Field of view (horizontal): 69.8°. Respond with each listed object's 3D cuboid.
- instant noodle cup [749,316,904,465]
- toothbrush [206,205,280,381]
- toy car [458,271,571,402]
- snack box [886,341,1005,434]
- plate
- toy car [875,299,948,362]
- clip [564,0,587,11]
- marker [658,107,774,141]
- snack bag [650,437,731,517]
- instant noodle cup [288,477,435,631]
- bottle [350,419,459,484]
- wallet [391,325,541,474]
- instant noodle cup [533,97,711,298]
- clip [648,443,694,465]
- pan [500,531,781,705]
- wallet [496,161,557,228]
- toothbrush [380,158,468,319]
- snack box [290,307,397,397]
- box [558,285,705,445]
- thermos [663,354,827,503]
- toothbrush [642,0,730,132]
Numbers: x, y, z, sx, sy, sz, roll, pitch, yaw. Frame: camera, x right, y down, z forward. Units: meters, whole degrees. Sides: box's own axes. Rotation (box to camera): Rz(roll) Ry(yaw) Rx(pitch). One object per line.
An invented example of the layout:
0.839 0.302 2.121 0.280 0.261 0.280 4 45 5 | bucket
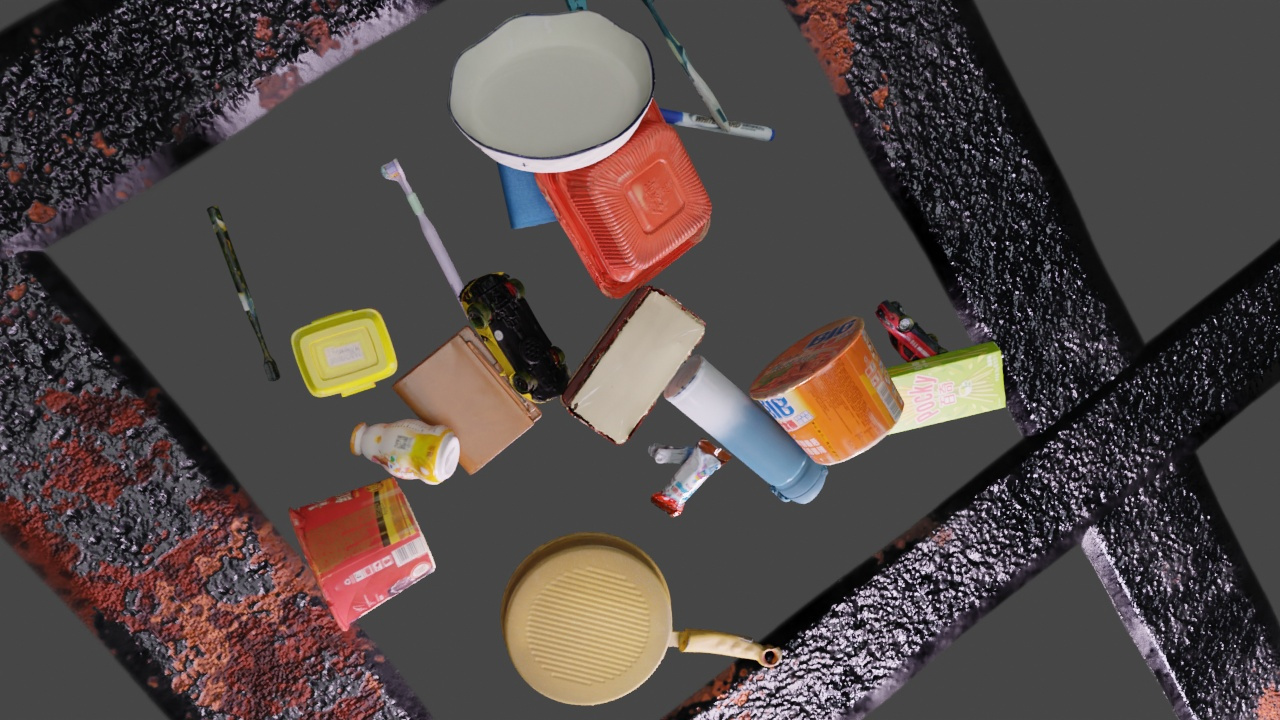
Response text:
0.214 0.038 1.029 0.151 0.151 0.111 -38 99 -7 | instant noodle cup
-0.403 -0.066 0.932 0.012 0.017 0.186 -17 101 -5 | toothbrush
-0.135 -0.022 0.985 0.071 0.041 0.156 -44 106 -42 | toy car
0.352 0.035 1.098 0.156 0.026 0.086 -14 121 6 | snack box
-0.087 -0.267 0.919 0.205 0.046 0.204 -1 61 2 | plate
0.327 -0.024 1.105 0.120 0.052 0.045 40 107 -20 | toy car
-0.068 -0.381 0.976 0.041 0.014 0.056 -21 103 -10 | clip
0.081 -0.264 1.028 0.145 0.017 0.017 6 96 -15 | marker
0.057 0.137 1.065 0.045 0.026 0.105 35 105 -13 | snack bag
-0.282 0.193 0.945 0.108 0.138 0.138 -24 103 -19 | instant noodle cup
-0.248 0.092 0.963 0.108 0.063 0.063 10 96 11 | bottle
-0.186 0.043 0.996 0.108 0.031 0.132 -40 105 -2 | wallet
-0.003 -0.171 0.963 0.164 0.079 0.189 -40 119 -18 | instant noodle cup
0.039 0.110 1.068 0.056 0.028 0.024 11 100 -25 | clip
0.012 0.319 1.079 0.357 0.078 0.198 18 96 -9 | pan
-0.101 -0.214 0.979 0.106 0.040 0.133 -13 104 -9 | wallet
-0.219 -0.123 0.971 0.021 0.029 0.189 -42 111 -45 | toothbrush
-0.299 -0.010 0.934 0.091 0.080 0.082 -18 101 -12 | snack box
-0.006 0.006 1.012 0.091 0.078 0.168 36 89 -16 | box
0.125 0.085 1.064 0.220 0.070 0.070 41 87 -16 | thermos
0.048 -0.333 1.002 0.018 0.016 0.191 -36 99 -19 | toothbrush
